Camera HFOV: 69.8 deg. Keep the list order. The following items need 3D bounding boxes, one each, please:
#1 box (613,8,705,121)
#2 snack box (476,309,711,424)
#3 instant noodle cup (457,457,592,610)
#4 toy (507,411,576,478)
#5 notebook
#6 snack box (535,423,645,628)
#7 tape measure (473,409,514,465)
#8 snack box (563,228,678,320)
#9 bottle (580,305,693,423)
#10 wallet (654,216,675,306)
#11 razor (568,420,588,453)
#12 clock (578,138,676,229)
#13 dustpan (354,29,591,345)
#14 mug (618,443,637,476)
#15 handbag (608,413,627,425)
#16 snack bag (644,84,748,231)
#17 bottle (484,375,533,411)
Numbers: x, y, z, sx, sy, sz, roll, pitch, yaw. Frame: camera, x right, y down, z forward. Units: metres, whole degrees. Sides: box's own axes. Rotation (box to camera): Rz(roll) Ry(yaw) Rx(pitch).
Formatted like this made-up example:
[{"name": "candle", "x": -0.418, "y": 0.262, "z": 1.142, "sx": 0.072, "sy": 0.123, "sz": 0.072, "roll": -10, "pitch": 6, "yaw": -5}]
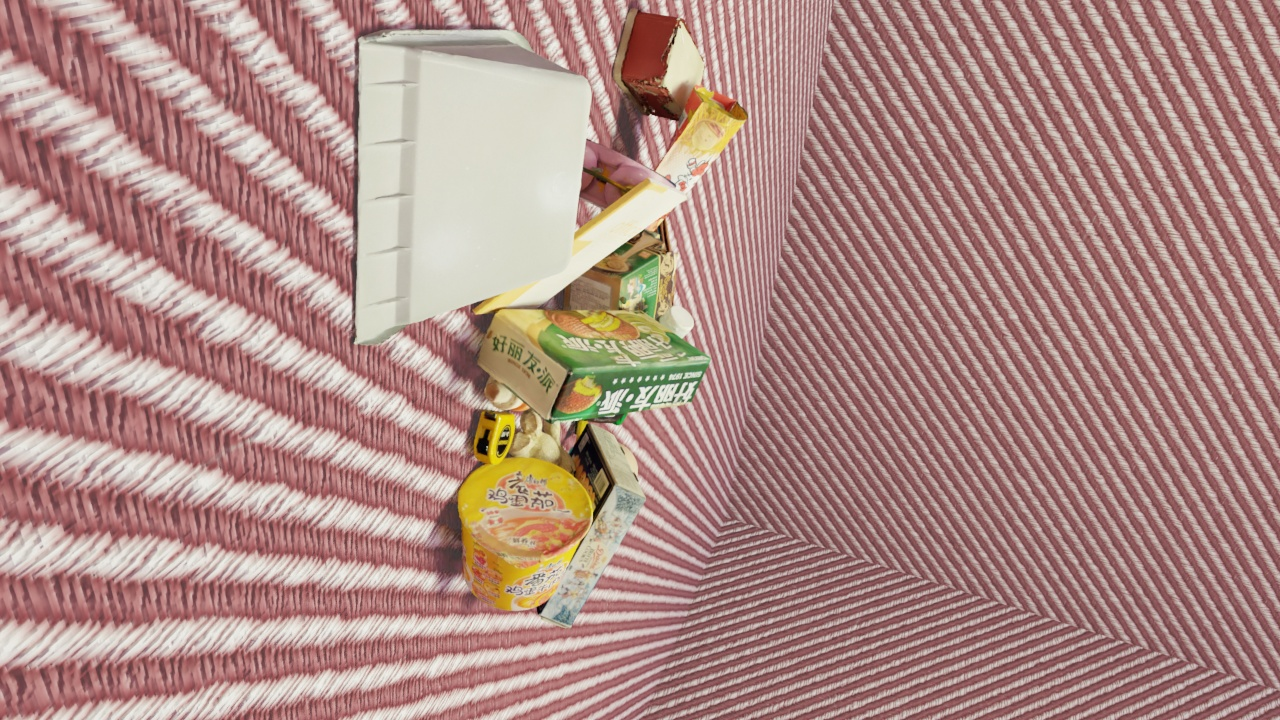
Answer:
[{"name": "box", "x": 0.033, "y": -0.347, "z": 1.105, "sx": 0.168, "sy": 0.080, "sz": 0.091, "roll": 4, "pitch": 101, "yaw": -76}, {"name": "snack box", "x": -0.041, "y": 0.001, "z": 0.944, "sx": 0.239, "sy": 0.114, "sz": 0.063, "roll": -3, "pitch": 123, "yaw": -53}, {"name": "instant noodle cup", "x": -0.129, "y": 0.187, "z": 0.965, "sx": 0.137, "sy": 0.138, "sz": 0.110, "roll": -57, "pitch": 167, "yaw": -52}, {"name": "toy", "x": -0.115, "y": 0.104, "z": 1.052, "sx": 0.157, "sy": 0.066, "sz": 0.105, "roll": 68, "pitch": 42, "yaw": -64}, {"name": "notebook", "x": -0.054, "y": -0.106, "z": 0.887, "sx": 0.206, "sy": 0.010, "sz": 0.145, "roll": -34, "pitch": 175, "yaw": 15}, {"name": "snack box", "x": -0.073, "y": 0.189, "z": 1.090, "sx": 0.183, "sy": 0.045, "sz": 0.178, "roll": -61, "pitch": -159, "yaw": 11}, {"name": "tape measure", "x": -0.153, "y": 0.077, "z": 0.942, "sx": 0.060, "sy": 0.029, "sz": 0.057, "roll": 13, "pitch": 92, "yaw": -77}, {"name": "snack box", "x": -0.034, "y": -0.092, "z": 1.098, "sx": 0.105, "sy": 0.117, "sz": 0.118, "roll": -36, "pitch": 140, "yaw": -49}, {"name": "bottle", "x": -0.007, "y": 0.006, "z": 1.112, "sx": 0.079, "sy": 0.044, "sz": 0.195, "roll": 7, "pitch": 139, "yaw": -39}, {"name": "wallet", "x": 0.033, "y": -0.141, "z": 1.386, "sx": 0.131, "sy": 0.035, "sz": 0.119, "roll": 87, "pitch": -8, "yaw": -57}, {"name": "razor", "x": -0.101, "y": 0.124, "z": 1.230, "sx": 0.132, "sy": 0.028, "sz": 0.043, "roll": -57, "pitch": 162, "yaw": -47}, {"name": "clock", "x": -0.030, "y": -0.186, "z": 0.963, "sx": 0.060, "sy": 0.117, "sz": 0.158, "roll": -64, "pitch": 170, "yaw": 5}, {"name": "dustpan", "x": -0.144, "y": -0.159, "z": 0.745, "sx": 0.257, "sy": 0.143, "sz": 0.223, "roll": -15, "pitch": 125, "yaw": -41}, {"name": "mug", "x": -0.071, "y": 0.185, "z": 1.335, "sx": 0.125, "sy": 0.084, "sz": 0.103, "roll": -51, "pitch": 174, "yaw": 20}, {"name": "handbag", "x": -0.033, "y": 0.014, "z": 1.243, "sx": 0.119, "sy": 0.068, "sz": 0.132, "roll": -56, "pitch": 162, "yaw": -54}, {"name": "snack bag", "x": 0.043, "y": -0.238, "z": 1.143, "sx": 0.208, "sy": 0.073, "sz": 0.128, "roll": -54, "pitch": 168, "yaw": 30}, {"name": "bottle", "x": -0.118, "y": 0.026, "z": 0.966, "sx": 0.149, "sy": 0.067, "sz": 0.067, "roll": -11, "pitch": 116, "yaw": -68}]
